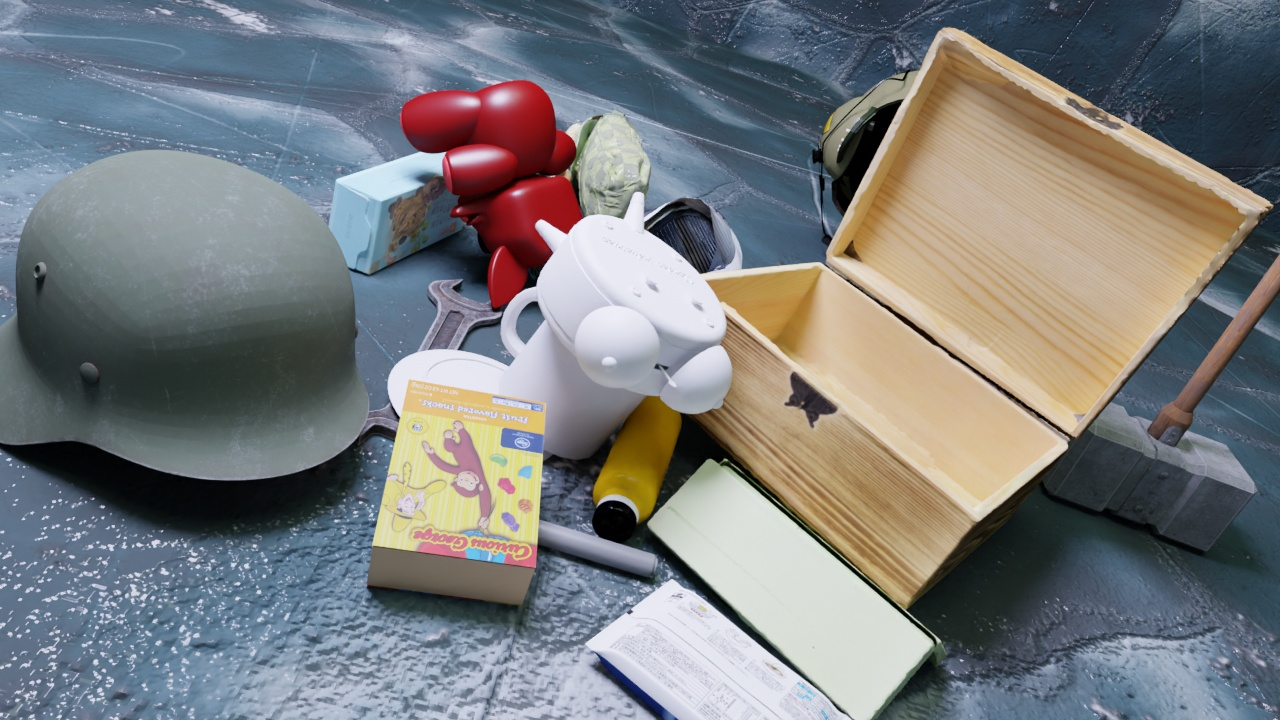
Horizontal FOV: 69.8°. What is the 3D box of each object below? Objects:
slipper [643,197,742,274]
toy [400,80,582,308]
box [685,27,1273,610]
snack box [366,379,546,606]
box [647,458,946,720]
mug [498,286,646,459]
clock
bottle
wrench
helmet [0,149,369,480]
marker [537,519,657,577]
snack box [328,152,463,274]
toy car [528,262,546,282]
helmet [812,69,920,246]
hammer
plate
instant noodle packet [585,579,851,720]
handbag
[{"bbox_3d":[0.011,-0.091,0.917,0.263,0.063,0.111,-37,101,-48],"label":"slipper"},{"bbox_3d":[-0.120,-0.161,0.852,0.121,0.197,0.158,-11,12,38],"label":"toy"},{"bbox_3d":[0.239,-0.055,0.709,0.279,0.337,0.285,41,29,26],"label":"box"},{"bbox_3d":[-0.107,0.077,0.554,0.088,0.040,0.125,11,42,-12],"label":"snack box"},{"bbox_3d":[0.100,0.151,0.603,0.188,0.082,0.098,39,-10,33],"label":"box"},{"bbox_3d":[-0.053,-0.001,0.672,0.121,0.090,0.090,44,27,7],"label":"mug"},{"bbox_3d":[0.000,-0.042,0.616,0.125,0.073,0.160,20,33,-35],"label":"clock"},{"bbox_3d":[-0.003,0.076,0.652,0.043,0.043,0.143,21,28,2],"label":"bottle"},{"bbox_3d":[-0.163,-0.002,0.725,0.070,0.010,0.272,17,28,-5],"label":"wrench"},{"bbox_3d":[-0.275,-0.042,0.568,0.268,0.154,0.226,38,33,30],"label":"helmet"},{"bbox_3d":[-0.057,0.111,0.584,0.140,0.016,0.016,18,28,-4],"label":"marker"},{"bbox_3d":[-0.224,-0.146,0.871,0.053,0.075,0.174,26,28,10],"label":"snack box"},{"bbox_3d":[-0.105,-0.109,0.926,0.048,0.032,0.105,-18,58,-40],"label":"toy car"},{"bbox_3d":[0.356,-0.249,1.209,0.250,0.256,0.232,26,32,8],"label":"helmet"},{"bbox_3d":[0.504,0.005,0.807,0.163,0.318,0.082,21,28,1],"label":"hammer"},{"bbox_3d":[-0.118,0.029,0.679,0.134,0.011,0.134,21,28,-12],"label":"plate"},{"bbox_3d":[0.045,0.181,0.515,0.134,0.026,0.086,34,31,25],"label":"instant noodle packet"},{"bbox_3d":[-0.052,-0.218,1.075,0.117,0.113,0.186,5,31,-11],"label":"handbag"}]
